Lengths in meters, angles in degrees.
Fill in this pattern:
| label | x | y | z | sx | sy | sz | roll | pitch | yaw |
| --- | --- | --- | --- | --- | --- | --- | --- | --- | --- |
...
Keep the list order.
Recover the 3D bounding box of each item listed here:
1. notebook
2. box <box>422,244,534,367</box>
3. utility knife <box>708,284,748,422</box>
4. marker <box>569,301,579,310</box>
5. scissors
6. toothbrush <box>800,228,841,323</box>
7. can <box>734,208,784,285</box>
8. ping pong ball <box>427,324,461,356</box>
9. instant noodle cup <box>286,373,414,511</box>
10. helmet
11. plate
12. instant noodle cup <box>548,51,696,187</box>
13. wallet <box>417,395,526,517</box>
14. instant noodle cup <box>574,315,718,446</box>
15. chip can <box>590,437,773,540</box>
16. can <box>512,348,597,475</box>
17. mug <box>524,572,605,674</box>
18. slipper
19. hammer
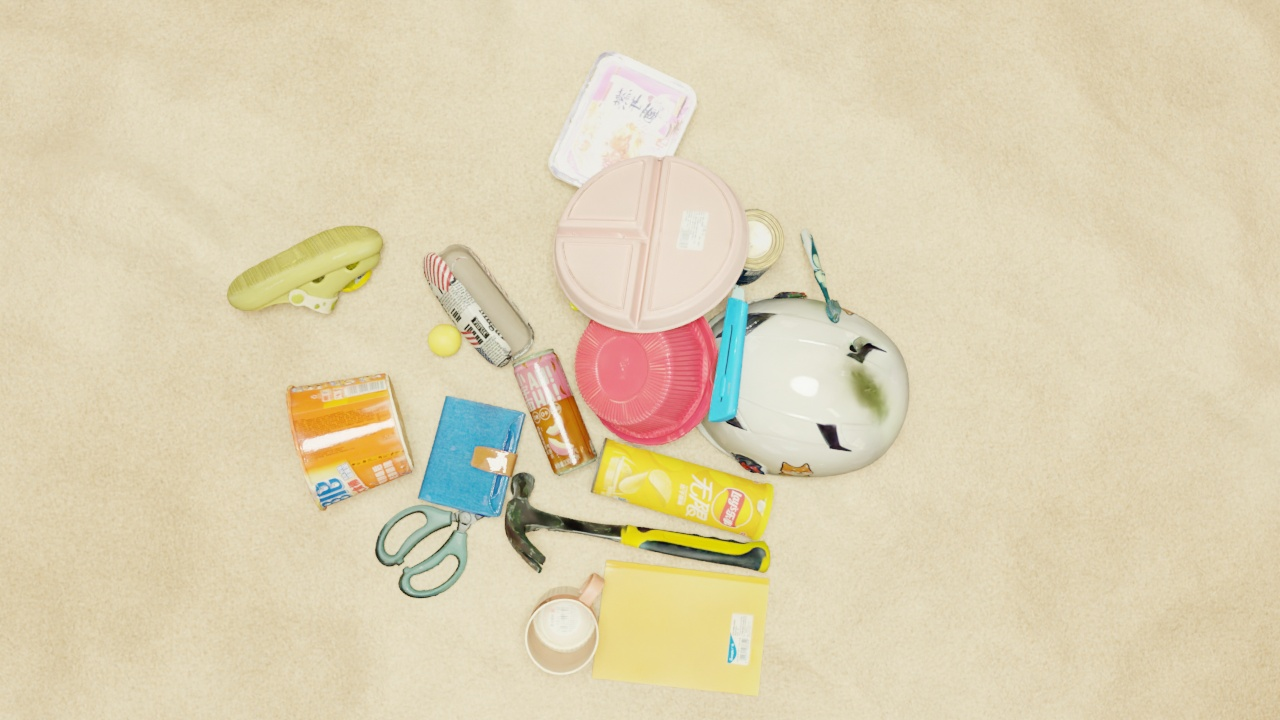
| label | x | y | z | sx | sy | sz | roll | pitch | yaw |
| --- | --- | --- | --- | --- | --- | --- | --- | --- | --- |
| notebook | 0.050 | 0.328 | 1.125 | 0.206 | 0.010 | 0.146 | 7 | 85 | -2 |
| box | -0.203 | -0.064 | 1.103 | 0.076 | 0.087 | 0.163 | -36 | 92 | 10 |
| utility knife | 0.101 | -0.009 | 1.032 | 0.018 | 0.034 | 0.159 | 19 | 76 | -46 |
| marker | -0.041 | -0.107 | 1.150 | 0.124 | 0.015 | 0.018 | -43 | 93 | -8 |
| scissors | -0.226 | 0.227 | 1.115 | 0.185 | 0.019 | 0.129 | -19 | 87 | -3 |
| toothbrush | 0.215 | -0.108 | 1.097 | 0.016 | 0.191 | 0.018 | 8 | 130 | -10 |
| can | 0.128 | -0.136 | 1.110 | 0.075 | 0.111 | 0.075 | 0 | 86 | -3 |
| ping pong ball | -0.239 | -0.025 | 1.120 | 0.040 | 0.040 | 0.040 | 0 | 86 | -3 |
| instant noodle cup | -0.331 | 0.086 | 1.061 | 0.111 | 0.151 | 0.151 | -16 | 87 | -12 |
| helmet | 0.192 | 0.029 | 1.080 | 0.274 | 0.157 | 0.230 | 16 | 85 | -2 |
| plate | 0.009 | -0.141 | 1.048 | 0.230 | 0.028 | 0.229 | -4 | 67 | 8 |
| instant noodle cup | -0.023 | -0.277 | 1.139 | 0.138 | 0.060 | 0.173 | 24 | 84 | -1 |
| wallet | -0.202 | 0.116 | 1.108 | 0.106 | 0.040 | 0.133 | 13 | 79 | 5 |
| instant noodle cup | -0.006 | 0.006 | 1.070 | 0.194 | 0.065 | 0.194 | 0 | 91 | 30 |
| chip can | 0.049 | 0.155 | 1.108 | 0.213 | 0.072 | 0.072 | 16 | 85 | -1 |
| can | -0.104 | 0.063 | 1.112 | 0.058 | 0.058 | 0.147 | -22 | 88 | -4 |
| mug | -0.081 | 0.298 | 1.073 | 0.081 | 0.106 | 0.114 | 35 | 85 | 0 |
| slipper | -0.396 | -0.098 | 1.106 | 0.190 | 0.091 | 0.082 | -26 | 127 | -13 |
| hammer | -0.002 | 0.214 | 1.096 | 0.323 | 0.126 | 0.032 | 11 | 130 | -8 |
